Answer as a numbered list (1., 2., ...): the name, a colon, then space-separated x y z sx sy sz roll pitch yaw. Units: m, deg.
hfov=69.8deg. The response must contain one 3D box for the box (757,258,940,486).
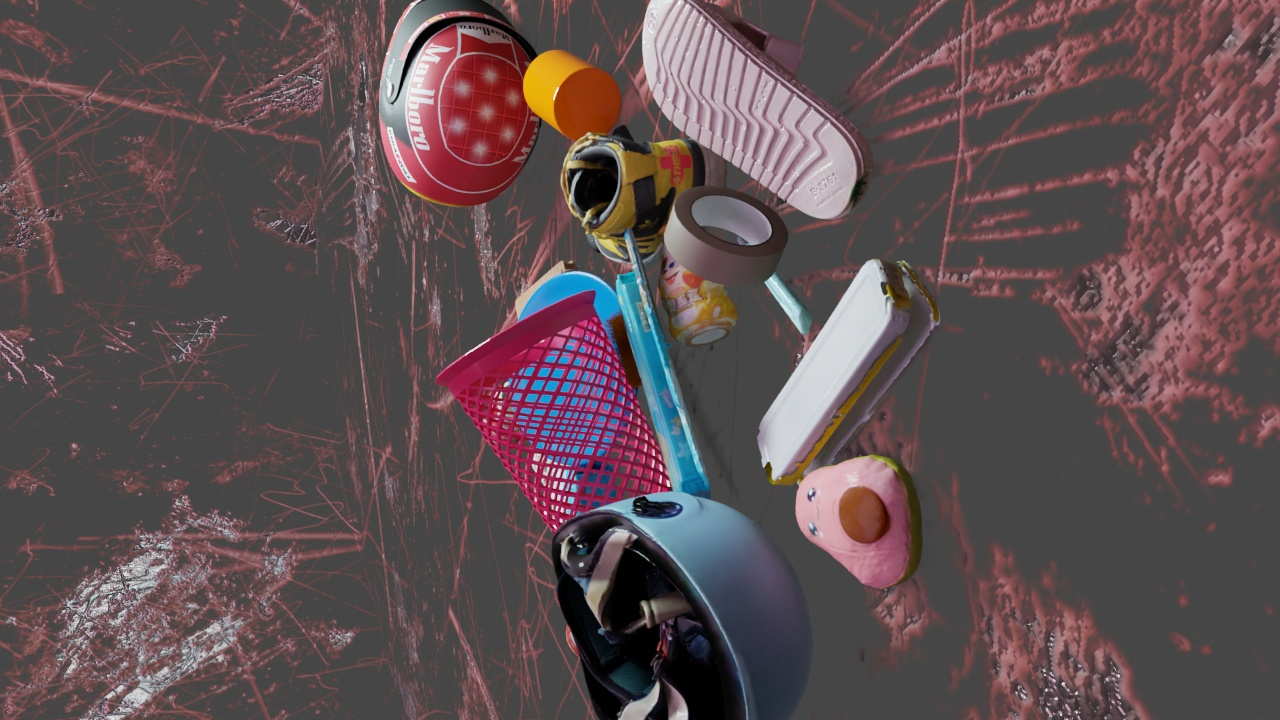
1. box: 0.146 0.016 0.668 0.210 0.044 0.065 114 154 -46

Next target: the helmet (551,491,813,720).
1. helmet: 0.044 0.208 0.751 0.266 0.166 0.225 -1 106 62

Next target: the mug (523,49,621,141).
1. mug: -0.070 -0.274 1.004 0.096 0.077 0.113 47 164 51

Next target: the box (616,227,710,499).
1. box: 0.020 0.014 0.838 0.182 0.039 0.226 77 176 -69

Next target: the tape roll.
1. tape roll: 0.067 -0.099 0.725 0.093 0.093 0.030 62 146 38

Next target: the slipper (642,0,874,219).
1. slipper: 0.091 -0.196 0.695 0.239 0.064 0.094 47 141 26

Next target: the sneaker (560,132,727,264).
1. sneaker: -0.026 -0.146 0.874 0.239 0.122 0.086 -25 71 62

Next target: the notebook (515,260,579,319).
1. notebook: -0.102 -0.003 1.159 0.170 0.022 0.210 -29 69 57

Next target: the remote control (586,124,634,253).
1. remote control: -0.035 -0.184 1.001 0.152 0.020 0.041 111 145 -45

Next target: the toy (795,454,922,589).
1. toy: 0.151 0.110 0.646 0.110 0.051 0.090 174 91 -65

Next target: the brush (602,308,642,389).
1. brush: -0.005 0.005 0.969 0.049 0.017 0.126 -33 67 42

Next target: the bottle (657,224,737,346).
1. bottle: 0.045 -0.069 0.811 0.063 0.063 0.108 -43 58 59

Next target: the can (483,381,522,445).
1. can: -0.186 0.078 1.315 0.105 0.064 0.064 -54 48 54

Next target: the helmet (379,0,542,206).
1. helmet: -0.225 -0.331 1.161 0.225 0.197 0.271 30 114 59

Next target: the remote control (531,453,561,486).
1. remote control: -0.114 0.147 1.226 0.138 0.025 0.060 45 135 52

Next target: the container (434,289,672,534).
1. container: -0.068 0.073 0.920 0.225 0.182 0.184 60 152 1

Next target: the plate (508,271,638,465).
1. plate: -0.075 0.009 1.068 0.225 0.024 0.224 -2 87 44

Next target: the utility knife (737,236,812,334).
1. utility knife: 0.107 -0.067 0.744 0.022 0.015 0.120 75 170 -48

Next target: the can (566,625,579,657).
1. can: -0.034 0.287 1.045 0.067 0.067 0.171 69 151 28

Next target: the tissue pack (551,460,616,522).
1. tissue pack: -0.063 0.186 1.091 0.093 0.061 0.144 166 101 -65
